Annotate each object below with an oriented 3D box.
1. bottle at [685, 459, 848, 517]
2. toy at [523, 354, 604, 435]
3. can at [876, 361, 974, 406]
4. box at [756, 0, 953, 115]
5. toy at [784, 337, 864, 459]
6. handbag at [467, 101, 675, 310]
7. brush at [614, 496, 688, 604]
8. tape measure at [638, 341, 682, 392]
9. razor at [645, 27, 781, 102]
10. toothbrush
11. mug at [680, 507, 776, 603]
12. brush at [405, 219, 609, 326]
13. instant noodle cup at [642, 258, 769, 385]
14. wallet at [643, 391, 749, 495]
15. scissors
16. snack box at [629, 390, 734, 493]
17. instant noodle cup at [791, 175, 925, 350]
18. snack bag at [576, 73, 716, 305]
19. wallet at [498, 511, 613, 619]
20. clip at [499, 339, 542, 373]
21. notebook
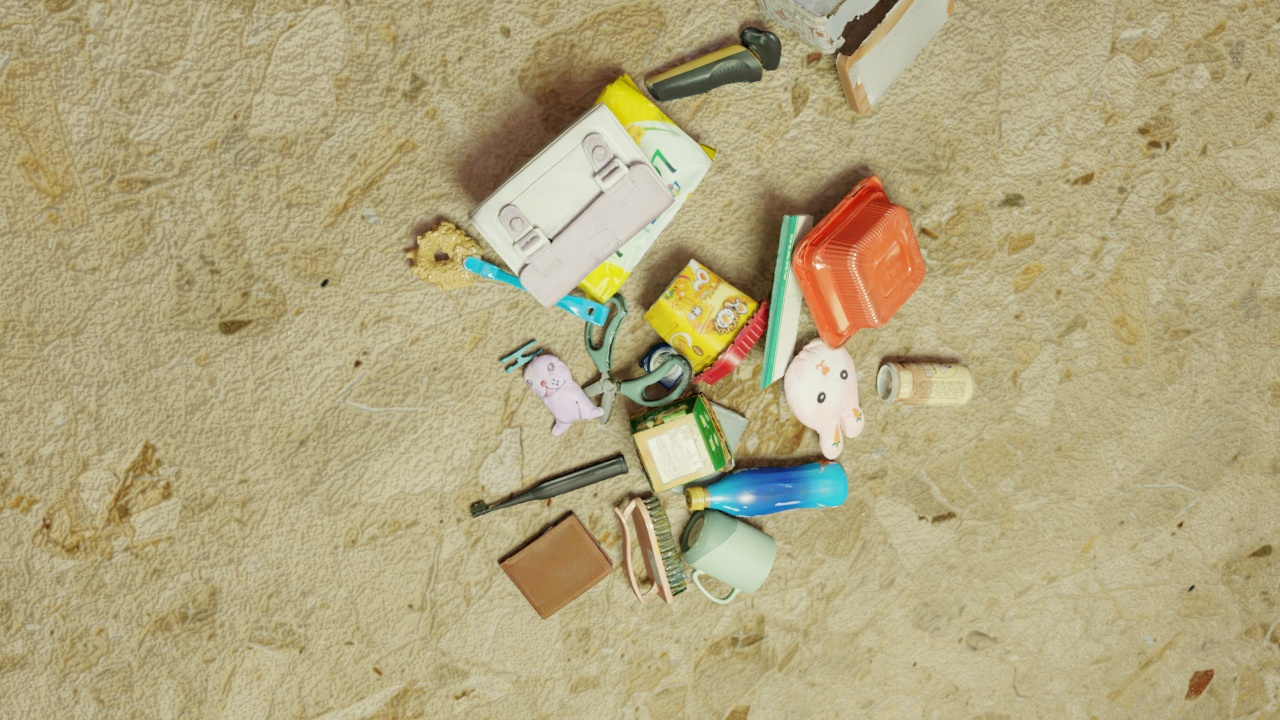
[{"bbox_3d":[0.167,0.172,1.217,0.218,0.065,0.065,-3,102,-17],"label":"bottle"},{"bbox_3d":[-0.107,0.040,1.169,0.084,0.038,0.108,-29,106,27],"label":"toy"},{"bbox_3d":[0.384,0.032,1.240,0.116,0.058,0.058,2,101,-10],"label":"can"},{"bbox_3d":[0.254,-0.445,1.108,0.157,0.197,0.181,43,94,26],"label":"box"},{"bbox_3d":[0.249,0.050,1.217,0.121,0.054,0.159,-42,116,-26],"label":"toy"},{"bbox_3d":[-0.077,-0.172,1.034,0.197,0.098,0.145,-41,109,2],"label":"handbag"},{"bbox_3d":[0.010,0.250,1.222,0.073,0.063,0.146,-19,104,-16],"label":"brush"},{"bbox_3d":[0.032,0.004,1.192,0.058,0.025,0.054,42,91,-19],"label":"tape measure"},{"bbox_3d":[0.088,-0.356,1.116,0.167,0.062,0.067,-19,74,1],"label":"razor"},{"bbox_3d":[-0.120,0.167,1.203,0.212,0.026,0.027,-17,70,-4],"label":"toothbrush"},{"bbox_3d":[0.109,0.264,1.226,0.106,0.082,0.111,27,81,-12],"label":"mug"},{"bbox_3d":[-0.160,-0.097,1.110,0.254,0.046,0.083,21,91,-1],"label":"brush"},{"bbox_3d":[0.079,-0.051,1.140,0.123,0.116,0.116,40,67,-3],"label":"instant noodle cup"},{"bbox_3d":[0.072,0.116,1.217,0.106,0.037,0.130,24,97,-14],"label":"wallet"},{"bbox_3d":[-0.007,0.007,1.149,0.181,0.019,0.170,13,100,24],"label":"scissors"},{"bbox_3d":[0.045,0.110,1.144,0.118,0.105,0.117,-21,93,8],"label":"snack box"},{"bbox_3d":[0.281,-0.118,1.141,0.188,0.079,0.164,-44,123,-22],"label":"instant noodle cup"},{"bbox_3d":[-0.039,-0.204,1.113,0.158,0.068,0.246,37,95,-13],"label":"snack bag"},{"bbox_3d":[-0.111,0.273,1.225,0.124,0.032,0.101,-35,102,-1],"label":"wallet"},{"bbox_3d":[-0.152,-0.005,1.166,0.057,0.014,0.045,-33,103,0],"label":"clip"},{"bbox_3d":[0.182,-0.077,1.145,0.012,0.150,0.209,11,103,20],"label":"notebook"}]
